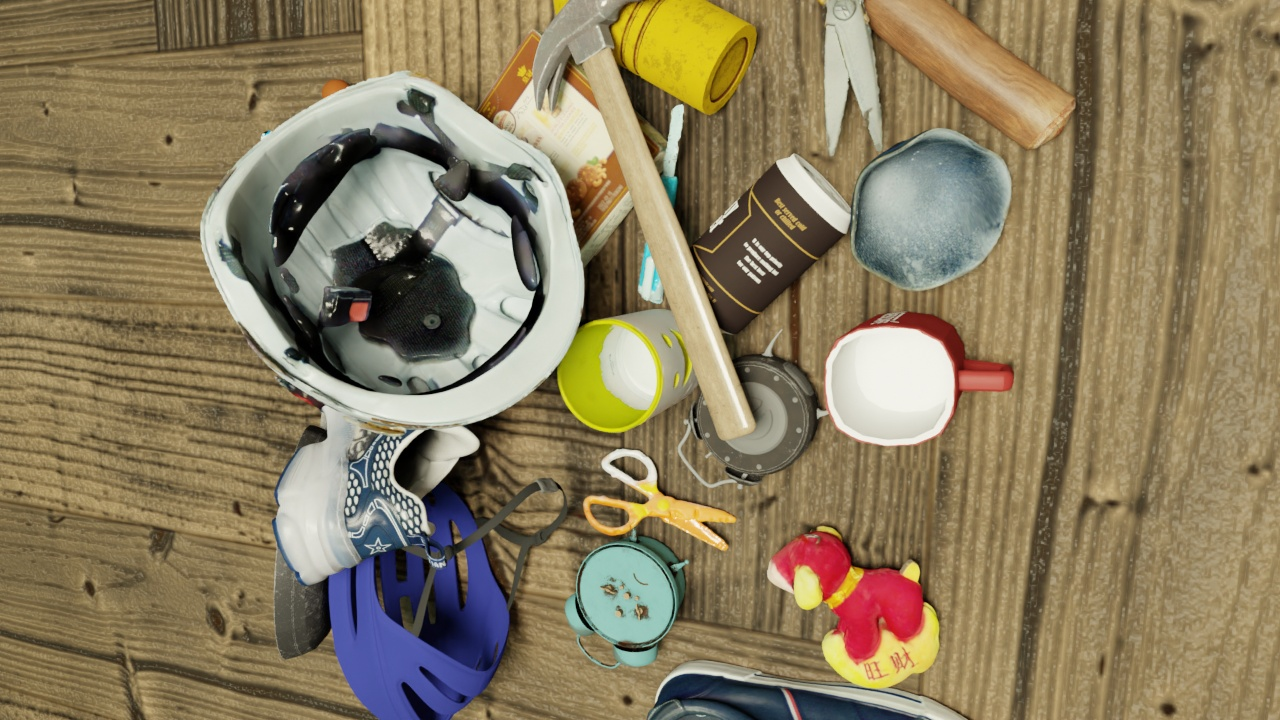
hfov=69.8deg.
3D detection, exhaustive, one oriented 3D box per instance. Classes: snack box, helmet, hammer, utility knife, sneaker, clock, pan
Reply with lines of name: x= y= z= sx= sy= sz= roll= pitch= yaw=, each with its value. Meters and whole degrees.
snack box: x=-0.070 y=-0.161 z=0.739 sx=0.147 sy=0.041 sz=0.143 roll=45 pitch=112 yaw=10
helmet: x=-0.167 y=-0.058 z=0.678 sx=0.264 sy=0.164 sz=0.236 roll=41 pitch=75 yaw=6
hammer: x=0.014 y=-0.103 z=0.648 sx=0.120 sy=0.030 sz=0.331 roll=-21 pitch=91 yaw=36
helmet: x=-0.153 y=0.187 z=0.767 sx=0.228 sy=0.147 sz=0.241 roll=-21 pitch=77 yaw=27
utility knife: x=0.019 y=-0.116 z=0.701 sx=0.022 sy=0.015 sz=0.159 roll=23 pitch=123 yaw=21
sneaker: x=0.135 y=0.315 z=0.685 sx=0.295 sy=0.127 sz=0.121 roll=7 pitch=100 yaw=20
hammer: x=0.171 y=-0.255 z=0.625 sx=0.301 sy=0.037 sz=0.158 roll=45 pitch=112 yaw=10
clock: x=-0.012 y=0.202 z=0.766 sx=0.090 sy=0.053 sz=0.124 roll=33 pitch=109 yaw=16
pan: x=-0.281 y=0.083 z=0.825 sx=0.040 sy=0.208 sz=0.356 roll=5 pitch=80 yaw=-9
sneaker: x=-0.191 y=0.054 z=0.742 sx=0.132 sy=0.268 sz=0.103 roll=-3 pitch=136 yaw=6
clock: x=0.087 y=0.044 z=0.704 sx=0.123 sy=0.043 sz=0.091 roll=-43 pitch=81 yaw=23

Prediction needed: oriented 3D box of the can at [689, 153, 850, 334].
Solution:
can: x=0.086 y=-0.082 z=0.669 sx=0.129 sy=0.071 sz=0.072 roll=-44 pitch=81 yaw=22

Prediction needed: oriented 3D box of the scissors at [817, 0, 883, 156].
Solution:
scissors: x=0.146 y=-0.254 z=0.605 sx=0.166 sy=0.016 sz=0.225 roll=-18 pitch=91 yaw=25

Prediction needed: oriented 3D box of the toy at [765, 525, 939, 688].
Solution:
toy: x=0.165 y=0.182 z=0.686 sx=0.137 sy=0.067 sz=0.106 roll=46 pitch=108 yaw=2

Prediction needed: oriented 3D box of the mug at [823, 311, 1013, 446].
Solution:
mug: x=0.192 y=0.010 z=0.625 sx=0.116 sy=0.096 sz=0.080 roll=1 pitch=99 yaw=23

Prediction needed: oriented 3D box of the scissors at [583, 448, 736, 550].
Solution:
scissors: x=0.022 y=0.111 z=0.752 sx=0.133 sy=0.012 sz=0.083 roll=9 pitch=67 yaw=3

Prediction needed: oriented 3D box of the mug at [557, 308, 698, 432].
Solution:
mug: x=-0.004 y=0.004 z=0.702 sx=0.083 sy=0.106 sz=0.082 roll=4 pitch=100 yaw=22

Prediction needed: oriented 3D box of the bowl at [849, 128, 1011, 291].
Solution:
bowl: x=0.187 y=-0.106 z=0.623 sx=0.110 sy=0.055 sz=0.110 roll=-3 pitch=117 yaw=-7

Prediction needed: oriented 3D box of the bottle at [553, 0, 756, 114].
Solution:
bottle: x=-0.001 y=-0.253 z=0.680 sx=0.164 sy=0.071 sz=0.071 roll=34 pitch=109 yaw=15

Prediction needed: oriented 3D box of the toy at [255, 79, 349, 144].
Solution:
toy: x=-0.298 y=-0.188 z=0.800 sx=0.127 sy=0.095 sz=0.065 roll=-28 pitch=129 yaw=-9
